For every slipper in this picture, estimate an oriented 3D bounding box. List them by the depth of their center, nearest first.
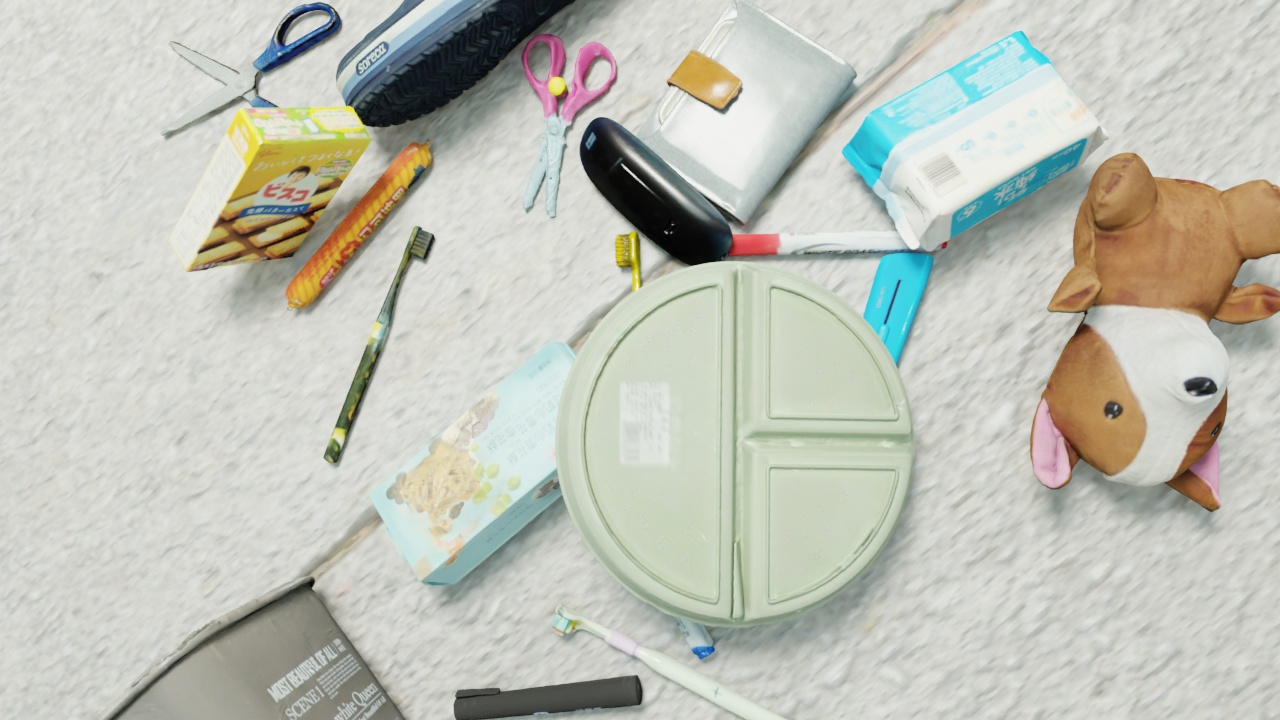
[{"bbox_3d":[-0.116,-0.264,0.635,0.253,0.105,0.095,-35,88,3],"label":"slipper"}]

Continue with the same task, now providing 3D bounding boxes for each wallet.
[{"bbox_3d":[0.068,-0.175,0.633,0.106,0.037,0.130,37,92,10],"label":"wallet"}]

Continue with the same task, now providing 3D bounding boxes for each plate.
[{"bbox_3d":[0.062,0.050,0.568,0.230,0.027,0.230,1,84,-5],"label":"plate"}]

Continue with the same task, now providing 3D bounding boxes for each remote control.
[{"bbox_3d":[0.005,-0.114,0.634,0.136,0.024,0.053,43,131,11],"label":"remote control"}]

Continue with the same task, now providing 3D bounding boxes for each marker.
[{"bbox_3d":[0.132,-0.080,0.624,0.145,0.017,0.017,0,85,9],"label":"marker"},{"bbox_3d":[0.007,0.137,0.628,0.017,0.017,0.145,-33,81,5],"label":"marker"},{"bbox_3d":[-0.064,0.232,0.630,0.132,0.020,0.022,-9,92,10],"label":"marker"}]

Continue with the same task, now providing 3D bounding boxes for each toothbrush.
[{"bbox_3d":[0.026,0.214,0.618,0.189,0.029,0.020,24,49,9],"label":"toothbrush"},{"bbox_3d":[-0.004,0.004,0.641,0.017,0.015,0.190,-5,85,14],"label":"toothbrush"},{"bbox_3d":[-0.193,-0.011,0.676,0.017,0.012,0.186,21,89,0],"label":"toothbrush"}]

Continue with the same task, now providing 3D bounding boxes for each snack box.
[{"bbox_3d":[-0.094,0.071,0.626,0.175,0.051,0.074,-40,67,5],"label":"snack box"},{"bbox_3d":[-0.255,-0.117,0.628,0.141,0.086,0.033,-42,78,35],"label":"snack box"}]

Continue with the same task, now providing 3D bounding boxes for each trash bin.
[{"bbox_3d":[-0.234,0.288,0.575,0.199,0.199,0.220,-44,86,3],"label":"trash bin"}]

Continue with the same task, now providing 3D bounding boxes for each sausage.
[{"bbox_3d":[-0.210,-0.100,0.681,0.021,0.021,0.165,42,93,10],"label":"sausage"}]

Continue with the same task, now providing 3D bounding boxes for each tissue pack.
[{"bbox_3d":[0.212,-0.139,0.587,0.140,0.063,0.090,-29,68,5],"label":"tissue pack"}]

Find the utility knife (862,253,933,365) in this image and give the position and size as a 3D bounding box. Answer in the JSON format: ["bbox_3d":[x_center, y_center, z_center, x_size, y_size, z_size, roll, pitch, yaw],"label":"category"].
[{"bbox_3d":[0.152,0.015,0.613,0.034,0.018,0.185,18,90,10],"label":"utility knife"}]

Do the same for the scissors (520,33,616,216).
[{"bbox_3d":[-0.052,-0.168,0.666,0.077,0.017,0.137,3,90,1],"label":"scissors"}]

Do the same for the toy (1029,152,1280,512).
[{"bbox_3d":[0.306,-0.013,0.543,0.140,0.130,0.199,12,97,4],"label":"toy"}]

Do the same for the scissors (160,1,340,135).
[{"bbox_3d":[-0.296,-0.212,0.710,0.176,0.012,0.162,-38,81,5],"label":"scissors"}]
